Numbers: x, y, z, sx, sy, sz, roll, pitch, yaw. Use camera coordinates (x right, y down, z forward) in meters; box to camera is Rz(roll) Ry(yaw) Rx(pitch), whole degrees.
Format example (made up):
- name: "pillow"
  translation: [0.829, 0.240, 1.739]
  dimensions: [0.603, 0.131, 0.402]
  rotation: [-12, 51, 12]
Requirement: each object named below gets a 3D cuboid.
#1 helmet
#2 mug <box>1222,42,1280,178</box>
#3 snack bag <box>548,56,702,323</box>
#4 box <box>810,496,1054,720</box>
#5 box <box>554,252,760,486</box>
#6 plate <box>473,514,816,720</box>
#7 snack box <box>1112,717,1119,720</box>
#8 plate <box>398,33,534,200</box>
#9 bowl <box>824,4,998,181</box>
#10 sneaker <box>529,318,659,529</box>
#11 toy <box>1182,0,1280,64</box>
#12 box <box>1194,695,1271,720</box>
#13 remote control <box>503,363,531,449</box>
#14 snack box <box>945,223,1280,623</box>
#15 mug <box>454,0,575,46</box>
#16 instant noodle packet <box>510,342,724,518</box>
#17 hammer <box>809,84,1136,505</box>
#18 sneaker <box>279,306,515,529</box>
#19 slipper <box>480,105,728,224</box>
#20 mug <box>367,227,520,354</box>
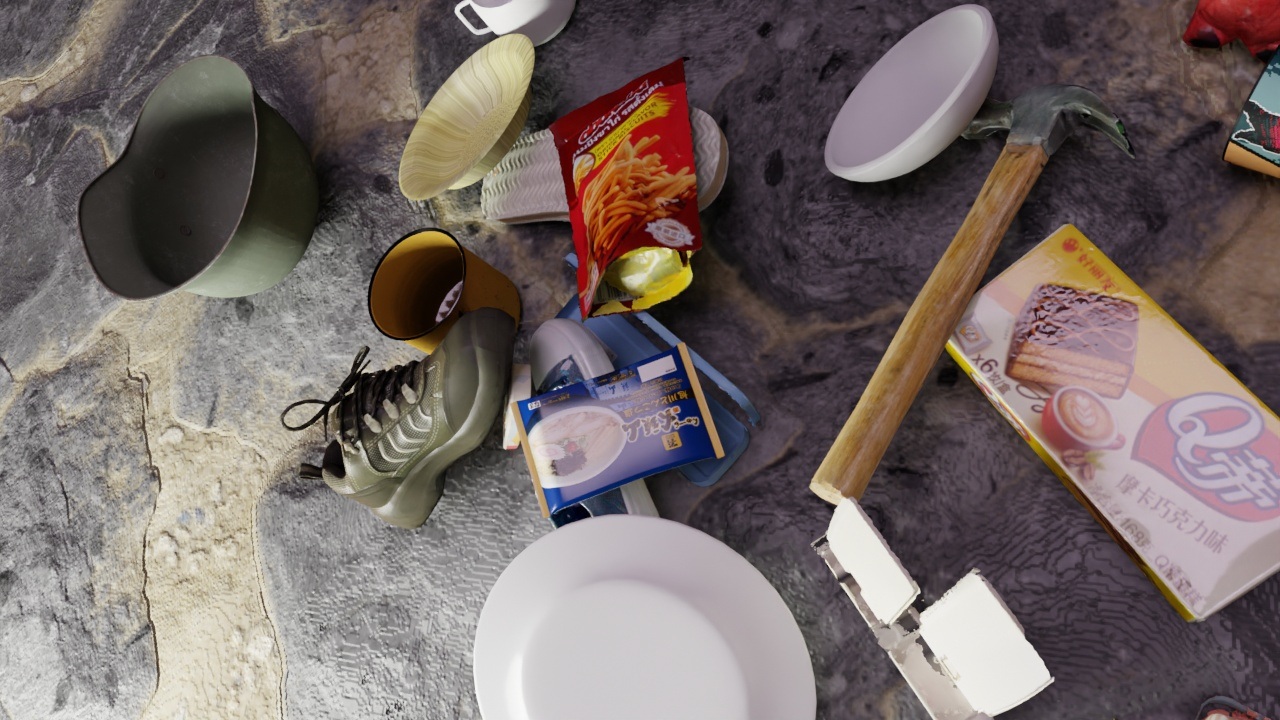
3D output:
- name: "helmet"
  translation: [-0.417, -0.169, 0.925]
  dimensions: [0.227, 0.153, 0.267]
  rotation: [-19, 71, 18]
- name: "mug"
  translation: [0.436, -0.156, 0.560]
  dimensions: [0.098, 0.082, 0.117]
  rotation: [31, 65, 30]
- name: "snack bag"
  translation: [-0.009, -0.138, 0.716]
  dimensions: [0.139, 0.066, 0.207]
  rotation: [-27, 50, 30]
- name: "box"
  translation: [0.160, 0.152, 0.535]
  dimensions: [0.058, 0.188, 0.144]
  rotation: [-31, 65, -4]
- name: "box"
  translation: [-0.004, 0.006, 0.720]
  dimensions: [0.073, 0.085, 0.209]
  rotation: [-45, 59, -7]
- name: "plate"
  translation: [-0.004, 0.225, 0.624]
  dimensions: [0.243, 0.016, 0.242]
  rotation: [2, 97, 14]
- name: "snack box"
  translation: [0.327, 0.292, 0.493]
  dimensions: [0.186, 0.031, 0.101]
  rotation: [27, 87, 30]
- name: "plate"
  translation: [-0.153, -0.219, 0.865]
  dimensions: [0.185, 0.036, 0.184]
  rotation: [-26, 47, 31]
- name: "bowl"
  translation: [0.204, -0.185, 0.671]
  dimensions: [0.150, 0.043, 0.149]
  rotation: [-45, 24, 26]
- name: "sneaker"
  translation: [-0.052, 0.076, 0.702]
  dimensions: [0.088, 0.079, 0.235]
  rotation: [-42, 61, 45]
- name: "toy"
  translation: [0.406, -0.266, 0.580]
  dimensions: [0.088, 0.133, 0.094]
  rotation: [31, 80, 20]
- name: "box"
  translation: [0.383, 0.235, 0.465]
  dimensions: [0.187, 0.070, 0.057]
  rotation: [27, 125, 28]
- name: "remote control"
  translation: [-0.101, 0.039, 0.738]
  dimensions: [0.018, 0.126, 0.038]
  rotation: [2, 69, -11]
- name: "snack box"
  translation: [0.302, 0.034, 0.569]
  dimensions: [0.110, 0.061, 0.230]
  rotation: [-39, 61, 10]
- name: "mug"
  translation: [-0.124, -0.354, 0.892]
  dimensions: [0.116, 0.068, 0.094]
  rotation: [-21, 66, 19]
- name: "instant noodle packet"
  translation: [-0.018, 0.048, 0.651]
  dimensions: [0.134, 0.026, 0.087]
  rotation: [-19, 74, 2]
- name: "hammer"
  translation: [0.204, -0.050, 0.595]
  dimensions: [0.132, 0.033, 0.330]
  rotation: [14, 67, 51]
- name: "sneaker"
  translation: [-0.199, 0.029, 0.723]
  dimensions: [0.239, 0.143, 0.100]
  rotation: [-52, 27, 32]
- name: "slipper"
  translation: [-0.034, -0.155, 0.798]
  dimensions: [0.263, 0.052, 0.115]
  rotation: [3, 79, 37]
- name: "mug"
  translation: [-0.159, -0.045, 0.796]
  dimensions: [0.124, 0.094, 0.100]
  rotation: [29, 87, 31]
